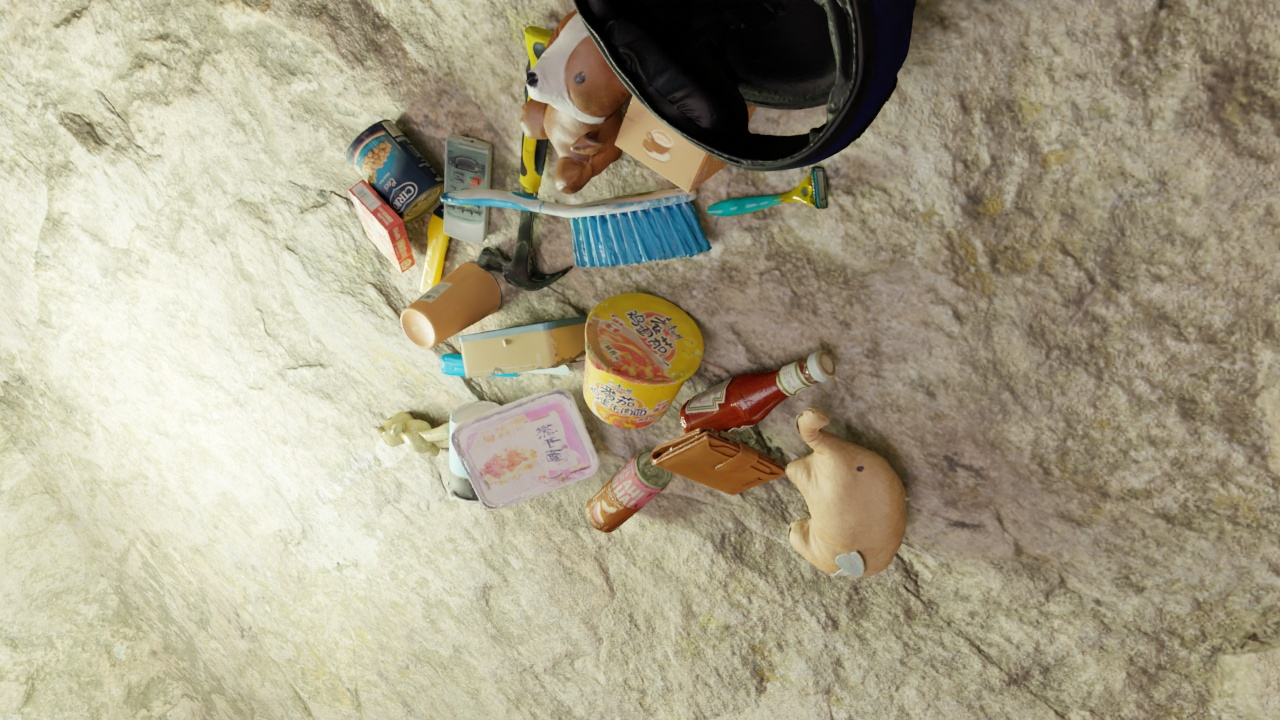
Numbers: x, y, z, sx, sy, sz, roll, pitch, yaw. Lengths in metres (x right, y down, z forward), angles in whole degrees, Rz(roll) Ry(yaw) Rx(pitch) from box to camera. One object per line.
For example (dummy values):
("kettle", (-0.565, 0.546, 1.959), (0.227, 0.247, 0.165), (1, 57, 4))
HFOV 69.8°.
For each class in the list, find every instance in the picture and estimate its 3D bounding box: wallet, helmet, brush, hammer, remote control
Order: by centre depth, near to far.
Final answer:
("helmet", (0.099, -0.304, 0.716), (0.315, 0.239, 0.248), (55, 132, 6))
("brush", (-0.078, -0.156, 1.034), (0.315, 0.060, 0.109), (-4, 110, 21))
("hammer", (-0.124, -0.221, 1.068), (0.126, 0.031, 0.324), (26, 130, 17))
("wallet", (0.095, 0.123, 1.102), (0.131, 0.031, 0.108), (25, 145, -31))
("remote control", (-0.214, -0.209, 1.134), (0.056, 0.019, 0.135), (15, 127, 4))

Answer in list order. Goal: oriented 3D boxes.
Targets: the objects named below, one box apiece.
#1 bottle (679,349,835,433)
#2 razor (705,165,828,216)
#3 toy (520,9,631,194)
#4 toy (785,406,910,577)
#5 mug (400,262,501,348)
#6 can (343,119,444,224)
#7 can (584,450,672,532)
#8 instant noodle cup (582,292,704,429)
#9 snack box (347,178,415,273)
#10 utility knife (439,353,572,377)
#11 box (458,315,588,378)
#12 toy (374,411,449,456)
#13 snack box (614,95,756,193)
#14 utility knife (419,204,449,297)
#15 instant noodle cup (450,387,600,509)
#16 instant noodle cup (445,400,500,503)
("bottle", (0.132, 0.040, 1.050), (0.207, 0.059, 0.060), (-29, 101, 41))
("razor", (0.127, -0.164, 0.938), (0.133, 0.028, 0.043), (-7, 91, 33))
("toy", (-0.061, -0.271, 0.911), (0.140, 0.130, 0.200), (59, 147, 17))
("toy", (0.232, 0.147, 1.037), (0.143, 0.082, 0.226), (3, 118, 21))
("mug", (-0.248, -0.068, 1.187), (0.078, 0.122, 0.078), (17, 126, 24))
("can", (-0.305, -0.237, 1.148), (0.111, 0.075, 0.076), (49, 133, -2))
("can", (-0.018, 0.179, 1.239), (0.058, 0.057, 0.148), (44, 133, 1))
("instant noodle cup", (-0.006, 0.006, 1.075), (0.138, 0.137, 0.110), (33, 140, 11))
("snack box", (-0.333, -0.171, 1.189), (0.075, 0.025, 0.153), (47, 165, 5))
("utility knife", (-0.190, 0.010, 1.269), (0.237, 0.018, 0.034), (3, 118, 34))
("box", (-0.142, -0.018, 1.166), (0.185, 0.089, 0.061), (-9, 94, 34))
("toy", (-0.334, 0.110, 1.410), (0.157, 0.066, 0.105), (0, 160, 30))
("snack box", (0.045, -0.234, 0.903), (0.093, 0.094, 0.077), (35, 132, 9))
("utility knife", (-0.276, -0.142, 1.230), (0.033, 0.015, 0.164), (34, 132, 10))
("instant noodle cup", (-0.155, 0.111, 1.243), (0.173, 0.060, 0.138), (-21, 110, 3))
("instant noodle cup", (-0.231, 0.127, 1.322), (0.111, 0.111, 0.121), (13, 119, 27))
